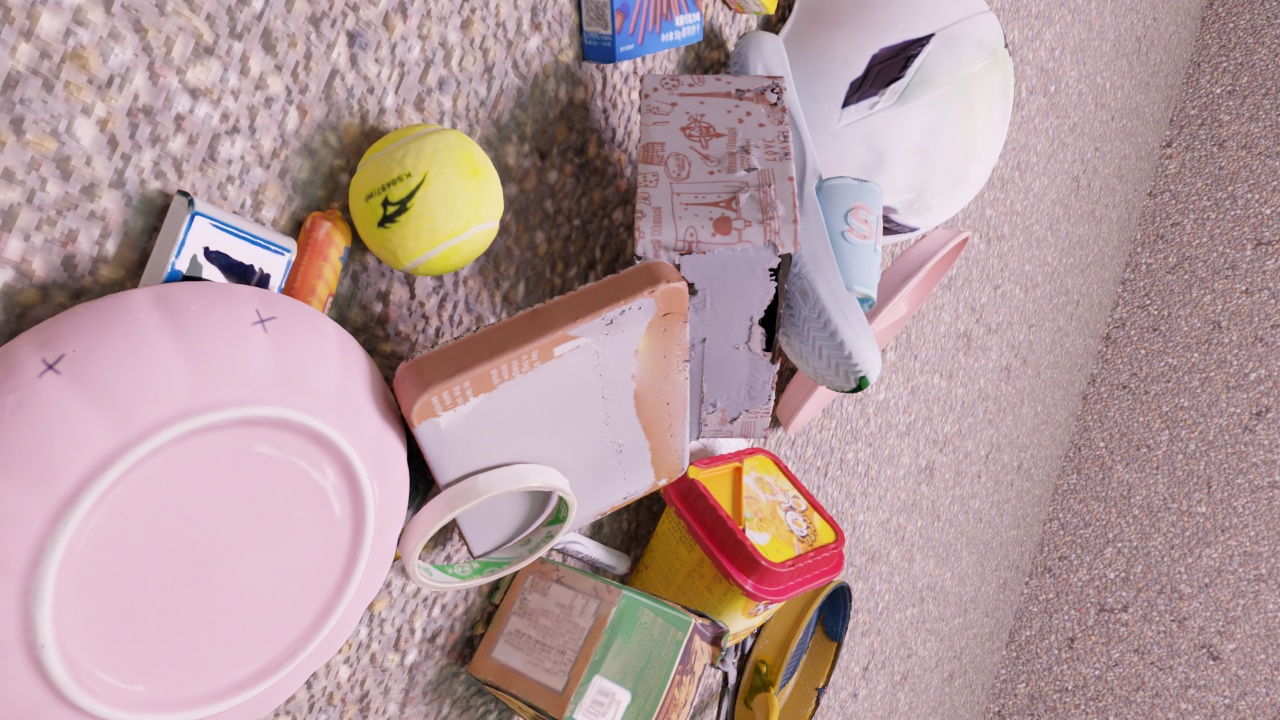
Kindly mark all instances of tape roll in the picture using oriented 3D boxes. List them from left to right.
[{"bbox_3d":[-0.072,0.081,0.440,0.085,0.014,0.086,-21,147,-15],"label":"tape roll"}]

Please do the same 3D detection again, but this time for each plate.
[{"bbox_3d":[-0.160,0.068,0.337,0.191,0.039,0.193,-25,125,-42],"label":"plate"},{"bbox_3d":[0.195,-0.027,0.789,0.229,0.028,0.230,-44,165,-15],"label":"plate"}]

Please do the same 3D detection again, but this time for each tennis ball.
[{"bbox_3d":[-0.093,-0.069,0.400,0.065,0.065,0.065,-28,126,-48],"label":"tennis ball"}]

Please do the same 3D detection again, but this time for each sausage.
[{"bbox_3d":[-0.153,0.011,0.386,0.021,0.021,0.165,20,87,-57],"label":"sausage"}]

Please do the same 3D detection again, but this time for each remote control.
[{"bbox_3d":[-0.175,0.002,0.348,0.049,0.024,0.125,27,82,-57],"label":"remote control"}]

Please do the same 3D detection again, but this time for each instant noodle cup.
[{"bbox_3d":[0.060,0.142,0.649,0.116,0.116,0.124,-7,136,-45],"label":"instant noodle cup"}]

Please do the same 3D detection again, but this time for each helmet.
[{"bbox_3d":[0.199,-0.187,0.705,0.257,0.146,0.229,-37,132,-42],"label":"helmet"}]

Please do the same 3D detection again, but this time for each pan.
[{"bbox_3d":[0.135,0.317,0.872,0.356,0.078,0.198,4,103,-60],"label":"pan"}]

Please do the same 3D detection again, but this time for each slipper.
[{"bbox_3d":[0.109,-0.097,0.586,0.104,0.074,0.245,114,-36,-75],"label":"slipper"}]

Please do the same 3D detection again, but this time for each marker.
[{"bbox_3d":[-0.043,0.120,0.600,0.145,0.017,0.017,40,70,-54],"label":"marker"}]

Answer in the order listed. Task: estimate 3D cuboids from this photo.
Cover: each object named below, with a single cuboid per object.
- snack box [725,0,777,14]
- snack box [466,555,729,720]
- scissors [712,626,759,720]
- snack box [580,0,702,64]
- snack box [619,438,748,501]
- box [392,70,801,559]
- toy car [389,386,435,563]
[{"bbox_3d":[0.073,-0.303,0.575,0.086,0.034,0.140,20,89,-56],"label":"snack box"},{"bbox_3d":[-0.032,0.182,0.558,0.105,0.118,0.118,49,60,-47],"label":"snack box"},{"bbox_3d":[0.090,0.300,0.878,0.164,0.014,0.164,-59,145,-19],"label":"scissors"},{"bbox_3d":[0.000,-0.248,0.494,0.084,0.026,0.157,-33,130,-44],"label":"snack box"},{"bbox_3d":[0.031,0.066,0.677,0.153,0.026,0.075,43,69,-54],"label":"snack box"},{"bbox_3d":[0.004,-0.012,0.477,0.268,0.136,0.180,-52,158,-29],"label":"box"},{"bbox_3d":[-0.120,0.051,0.443,0.106,0.031,0.049,-61,146,-16],"label":"toy car"}]
